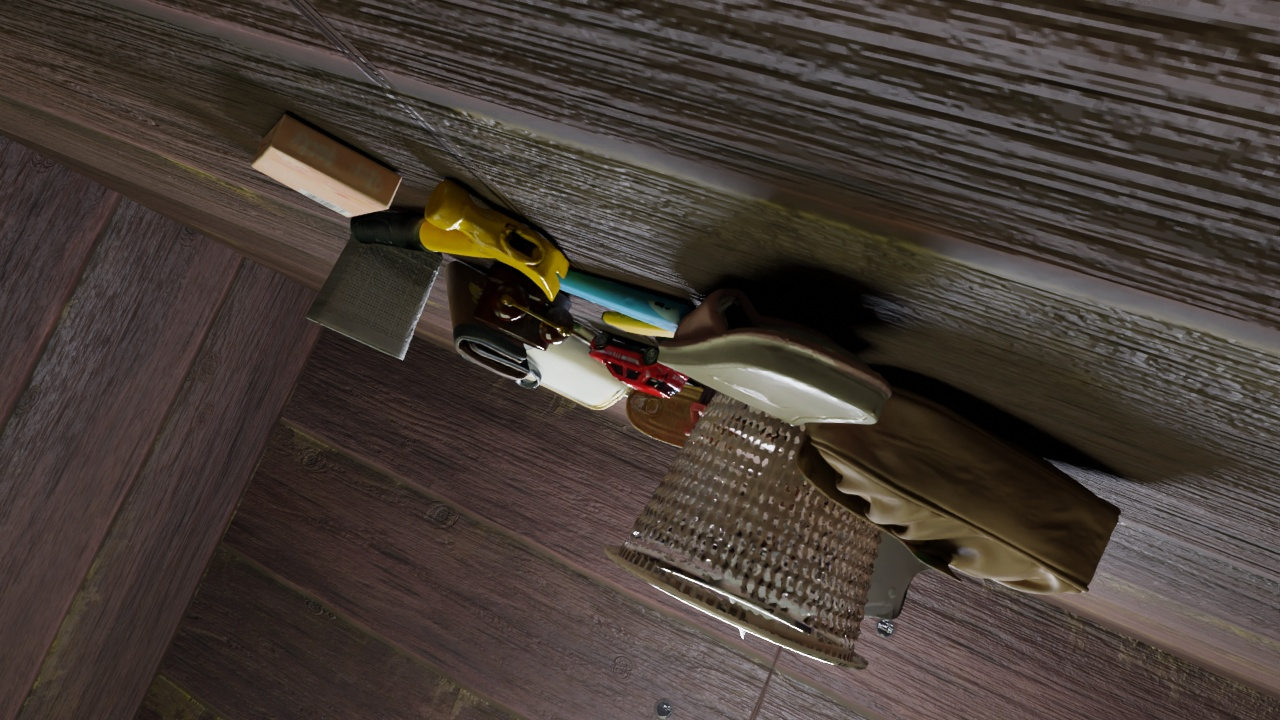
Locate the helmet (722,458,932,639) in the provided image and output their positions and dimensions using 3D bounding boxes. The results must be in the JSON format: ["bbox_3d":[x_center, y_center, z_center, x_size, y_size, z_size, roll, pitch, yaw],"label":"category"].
[{"bbox_3d":[0.189,0.167,0.952,0.230,0.146,0.257,-21,-177,43],"label":"helmet"}]

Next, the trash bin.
[{"bbox_3d":[0.110,0.115,0.750,0.227,0.192,0.227,23,174,3],"label":"trash bin"}]

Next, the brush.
[{"bbox_3d":[0.115,0.081,1.023,0.145,0.069,0.063,27,172,-24],"label":"brush"}]

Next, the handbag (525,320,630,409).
[{"bbox_3d":[-0.081,-0.013,1.072,0.163,0.063,0.179,25,159,-15],"label":"handbag"}]

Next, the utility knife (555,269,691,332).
[{"bbox_3d":[-0.026,-0.050,0.684,0.162,0.018,0.034,21,168,36],"label":"utility knife"}]

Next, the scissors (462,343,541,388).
[{"bbox_3d":[-0.142,-0.010,1.044,0.179,0.014,0.159,4,151,29],"label":"scissors"}]

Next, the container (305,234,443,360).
[{"bbox_3d":[-0.260,-0.073,0.910,0.090,0.114,0.090,27,173,-29],"label":"container"}]

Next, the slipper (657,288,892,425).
[{"bbox_3d":[0.075,-0.002,0.547,0.114,0.054,0.274,24,176,-4],"label":"slipper"}]

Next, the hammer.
[{"bbox_3d":[-0.161,-0.098,0.717,0.128,0.033,0.301,30,171,-37],"label":"hammer"}]

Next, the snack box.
[{"bbox_3d":[-0.233,-0.138,0.670,0.084,0.026,0.157,27,173,-27],"label":"snack box"}]

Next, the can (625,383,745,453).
[{"bbox_3d":[0.054,0.067,1.088,0.148,0.074,0.049,15,175,-1],"label":"can"}]

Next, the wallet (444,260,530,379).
[{"bbox_3d":[-0.151,-0.040,0.907,0.090,0.033,0.115,30,-152,-39],"label":"wallet"}]

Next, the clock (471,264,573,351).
[{"bbox_3d":[-0.105,-0.046,0.828,0.082,0.055,0.122,27,176,-26],"label":"clock"}]

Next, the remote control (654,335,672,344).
[{"bbox_3d":[0.052,-0.006,0.733,0.053,0.024,0.136,28,172,-27],"label":"remote control"}]

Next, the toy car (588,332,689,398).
[{"bbox_3d":[-0.006,0.006,0.959,0.121,0.045,0.053,21,172,42],"label":"toy car"}]

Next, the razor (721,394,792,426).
[{"bbox_3d":[0.140,0.056,0.909,0.132,0.028,0.043,30,139,-30],"label":"razor"}]

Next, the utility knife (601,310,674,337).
[{"bbox_3d":[0.024,-0.026,0.707,0.033,0.015,0.192,20,175,-32],"label":"utility knife"}]

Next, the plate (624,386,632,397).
[{"bbox_3d":[-0.078,0.008,1.254,0.163,0.034,0.164,23,178,4],"label":"plate"}]

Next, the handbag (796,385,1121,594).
[{"bbox_3d":[0.203,0.087,0.614,0.204,0.099,0.148,29,176,-13],"label":"handbag"}]
